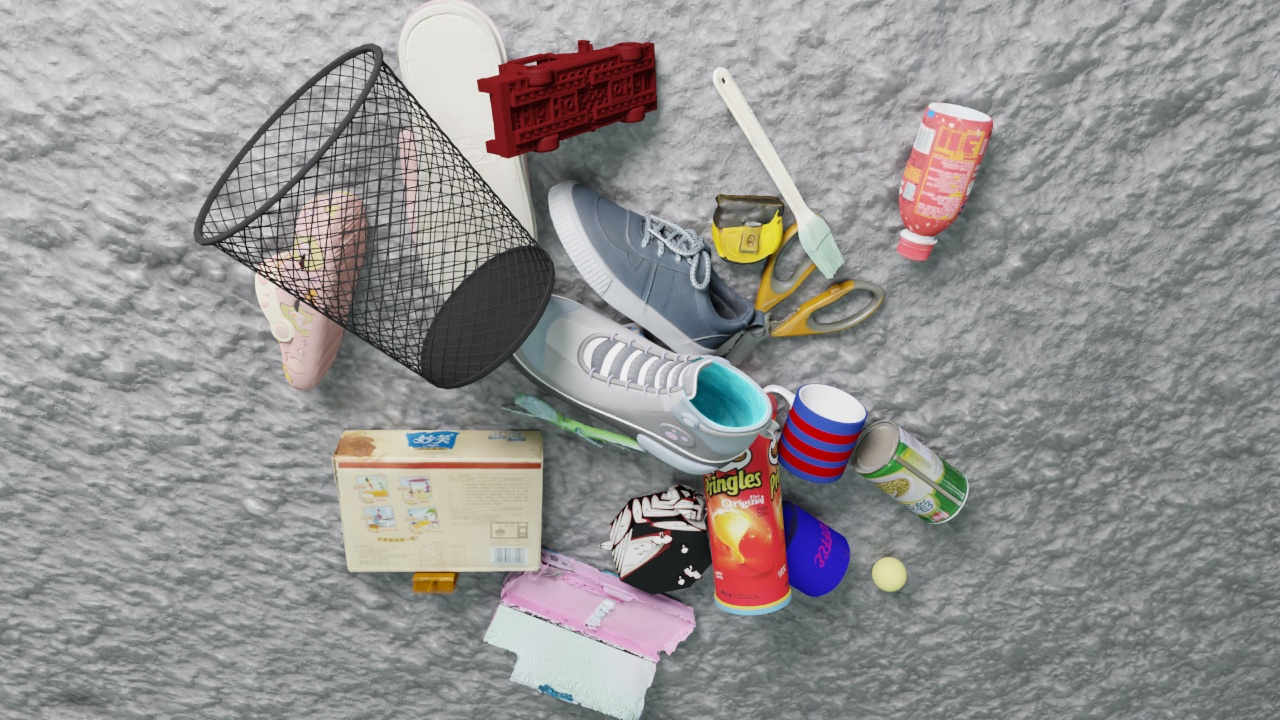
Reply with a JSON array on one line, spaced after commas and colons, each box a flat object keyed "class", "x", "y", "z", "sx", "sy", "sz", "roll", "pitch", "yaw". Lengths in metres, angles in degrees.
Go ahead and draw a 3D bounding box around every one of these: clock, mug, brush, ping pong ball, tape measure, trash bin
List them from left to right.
[{"class": "trash bin", "x": -0.186, "y": -0.094, "z": 0.699, "sx": 0.184, "sy": 0.183, "sz": 0.210, "roll": -35, "pitch": 127, "yaw": 14}, {"class": "brush", "x": -0.221, "y": 0.237, "z": 0.986, "sx": 0.048, "sy": 0.126, "sz": 0.017, "roll": 1, "pitch": 90, "yaw": -7}, {"class": "clock", "x": 0.040, "y": 0.200, "z": 1.020, "sx": 0.155, "sy": 0.065, "sz": 0.114, "roll": -31, "pitch": 119, "yaw": 13}, {"class": "tape measure", "x": 0.099, "y": -0.120, "z": 0.851, "sx": 0.065, "sy": 0.037, "sz": 0.064, "roll": 2, "pitch": 120, "yaw": -7}, {"class": "brush", "x": 0.125, "y": -0.166, "z": 0.822, "sx": 0.012, "sy": 0.033, "sz": 0.217, "roll": -8, "pitch": 124, "yaw": 50}, {"class": "mug", "x": 0.168, "y": 0.218, "z": 1.044, "sx": 0.083, "sy": 0.079, "sz": 0.111, "roll": 34, "pitch": 140, "yaw": -23}, {"class": "mug", "x": 0.170, "y": 0.069, "z": 0.959, "sx": 0.112, "sy": 0.074, "sz": 0.076, "roll": 21, "pitch": 119, "yaw": 12}, {"class": "ping pong ball", "x": 0.297, "y": 0.255, "z": 1.094, "sx": 0.040, "sy": 0.040, "sz": 0.040, "roll": -3, "pitch": 121, "yaw": -5}]

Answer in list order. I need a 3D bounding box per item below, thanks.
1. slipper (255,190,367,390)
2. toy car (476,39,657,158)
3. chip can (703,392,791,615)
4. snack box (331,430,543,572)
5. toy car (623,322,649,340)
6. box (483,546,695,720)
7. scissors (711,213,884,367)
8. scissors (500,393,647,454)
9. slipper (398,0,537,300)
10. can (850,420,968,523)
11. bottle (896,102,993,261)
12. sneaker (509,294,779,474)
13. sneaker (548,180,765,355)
[{"class": "slipper", "x": -0.303, "y": -0.063, "z": 0.818, "sx": 0.081, "sy": 0.093, "sz": 0.198, "roll": 19, "pitch": 118, "yaw": -4}, {"class": "toy car", "x": -0.061, "y": -0.213, "z": 0.735, "sx": 0.169, "sy": 0.062, "sz": 0.070, "roll": -30, "pitch": 129, "yaw": -39}, {"class": "chip can", "x": 0.106, "y": 0.144, "z": 0.941, "sx": 0.087, "sy": 0.087, "sz": 0.213, "roll": -7, "pitch": 101, "yaw": -2}, {"class": "snack box", "x": -0.208, "y": 0.150, "z": 0.970, "sx": 0.207, "sy": 0.055, "sz": 0.153, "roll": 1, "pitch": 121, "yaw": -6}, {"class": "toy car", "x": 0.006, "y": 0.033, "z": 0.923, "sx": 0.056, "sy": 0.054, "sz": 0.153, "roll": -25, "pitch": 120, "yaw": 9}, {"class": "box", "x": -0.065, "y": 0.320, "z": 1.085, "sx": 0.230, "sy": 0.062, "sz": 0.161, "roll": 27, "pitch": 95, "yaw": -20}, {"class": "scissors", "x": 0.125, "y": -0.051, "z": 0.908, "sx": 0.225, "sy": 0.016, "sz": 0.175, "roll": -24, "pitch": 120, "yaw": 8}, {"class": "scissors", "x": -0.070, "y": 0.063, "z": 0.906, "sx": 0.172, "sy": 0.021, "sz": 0.173, "roll": 11, "pitch": 169, "yaw": 25}, {"class": "slipper", "x": -0.149, "y": -0.168, "z": 0.788, "sx": 0.114, "sy": 0.054, "sz": 0.275, "roll": -2, "pitch": 124, "yaw": -5}, {"class": "can", "x": 0.294, "y": 0.123, "z": 0.999, "sx": 0.121, "sy": 0.067, "sz": 0.067, "roll": 34, "pitch": 112, "yaw": -22}, {"class": "bottle", "x": 0.268, "y": -0.158, "z": 0.833, "sx": 0.062, "sy": 0.061, "sz": 0.138, "roll": 6, "pitch": 121, "yaw": -10}, {"class": "sneaker", "x": -0.005, "y": 0.005, "z": 0.800, "sx": 0.256, "sy": 0.161, "sz": 0.093, "roll": 31, "pitch": 73, "yaw": -2}, {"class": "sneaker", "x": 0.019, "y": -0.087, "z": 0.831, "sx": 0.088, "sy": 0.089, "sz": 0.235, "roll": -33, "pitch": 125, "yaw": 28}]
